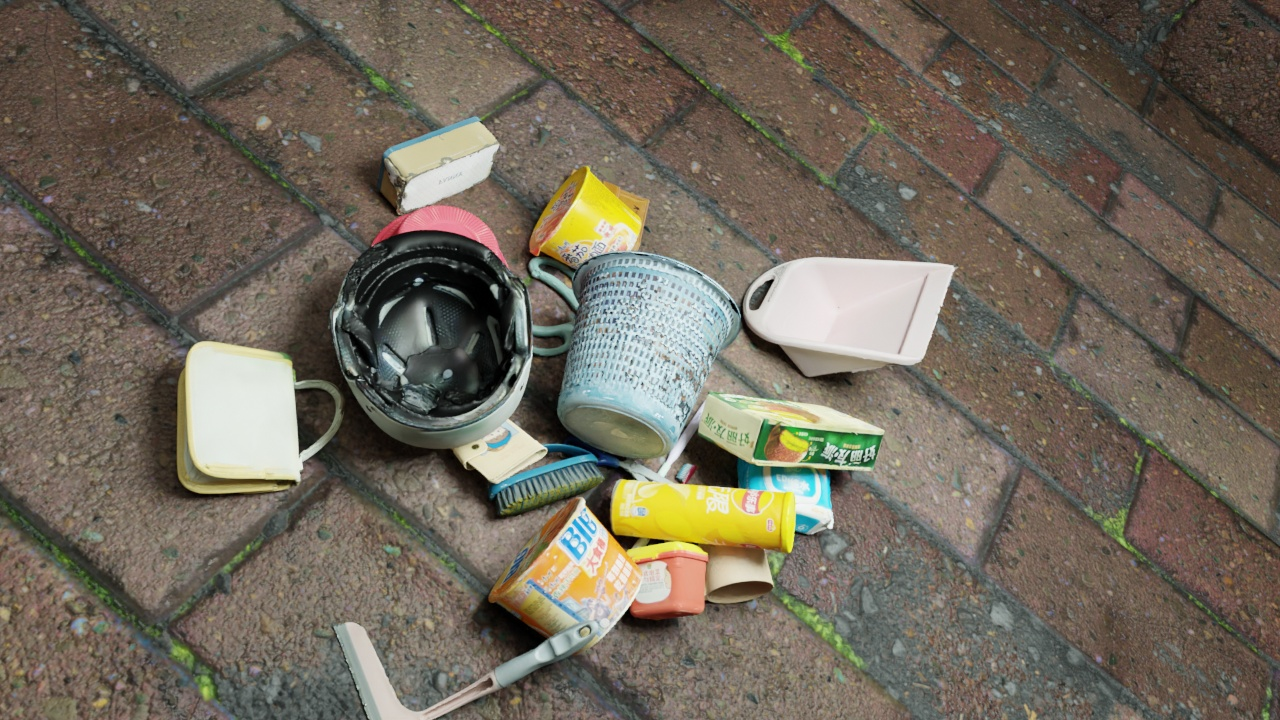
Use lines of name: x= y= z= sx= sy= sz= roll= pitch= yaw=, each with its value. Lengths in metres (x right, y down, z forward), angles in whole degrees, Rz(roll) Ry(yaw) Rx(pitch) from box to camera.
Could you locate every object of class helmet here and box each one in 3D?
helmet: x=-0.238 y=-0.007 z=1.083 sx=0.229 sy=0.157 sz=0.273 roll=-12 pitch=54 yaw=-16

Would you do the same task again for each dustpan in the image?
dustpan: x=0.296 y=-0.087 z=1.359 sx=0.139 sy=0.274 sz=0.221 roll=50 pitch=45 yaw=-21

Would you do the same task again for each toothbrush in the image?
toothbrush: x=0.052 y=0.113 z=1.229 sx=0.029 sy=0.021 sz=0.188 roll=21 pitch=48 yaw=21
toothbrush: x=0.022 y=0.196 z=1.165 sx=0.017 sy=0.016 sz=0.187 roll=19 pitch=49 yaw=24

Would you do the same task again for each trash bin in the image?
trash bin: x=-0.007 y=0.007 z=1.147 sx=0.226 sy=0.227 sz=0.194 roll=24 pitch=62 yaw=-10

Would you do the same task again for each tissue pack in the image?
tissue pack: x=0.194 y=0.172 z=1.229 sx=0.140 sy=0.063 sz=0.089 roll=15 pitch=52 yaw=-15

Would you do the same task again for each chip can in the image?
chip can: x=0.074 y=0.182 z=1.089 sx=0.214 sy=0.072 sz=0.071 roll=3 pitch=51 yaw=17

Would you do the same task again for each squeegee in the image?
squeegee: x=-0.153 y=0.330 z=0.941 sx=0.249 sy=0.040 sz=0.247 roll=-27 pitch=70 yaw=-3

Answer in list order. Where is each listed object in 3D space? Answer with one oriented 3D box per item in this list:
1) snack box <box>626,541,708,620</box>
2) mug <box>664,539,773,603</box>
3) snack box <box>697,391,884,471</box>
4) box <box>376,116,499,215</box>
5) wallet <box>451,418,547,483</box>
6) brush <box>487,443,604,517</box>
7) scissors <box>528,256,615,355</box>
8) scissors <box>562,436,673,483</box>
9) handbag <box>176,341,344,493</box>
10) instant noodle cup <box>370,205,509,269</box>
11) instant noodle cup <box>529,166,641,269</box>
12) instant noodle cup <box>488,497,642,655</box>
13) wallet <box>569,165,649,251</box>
snack box: x=0.028 y=0.259 z=1.074 sx=0.082 sy=0.091 sz=0.080 roll=26 pitch=55 yaw=-49
mug: x=0.094 y=0.241 z=1.138 sx=0.124 sy=0.084 sz=0.103 roll=-9 pitch=59 yaw=0
snack box: x=0.202 y=0.095 z=1.214 sx=0.239 sy=0.063 sz=0.114 roll=8 pitch=11 yaw=-38
box: x=-0.277 y=-0.275 z=1.284 sx=0.059 sy=0.090 sz=0.183 roll=46 pitch=50 yaw=10
wallet: x=-0.180 y=0.101 z=1.098 sx=0.087 sy=0.024 sz=0.115 roll=-28 pitch=45 yaw=-33
brush: x=-0.118 y=0.138 z=1.108 sx=0.143 sy=0.055 sz=0.073 roll=-15 pitch=65 yaw=-28
scissors: x=-0.119 y=-0.064 z=1.265 sx=0.170 sy=0.019 sz=0.179 roll=46 pitch=51 yaw=7
scissors: x=-0.026 y=0.130 z=1.172 sx=0.156 sy=0.012 sz=0.165 roll=-5 pitch=53 yaw=-21
handbag: x=-0.417 y=0.069 z=1.022 sx=0.178 sy=0.063 sz=0.163 roll=8 pitch=55 yaw=-39
instant noodle cup: x=-0.260 y=-0.137 z=1.217 sx=0.193 sy=0.066 sz=0.193 roll=12 pitch=55 yaw=-17
instant noodle cup: x=-0.074 y=-0.185 z=1.293 sx=0.109 sy=0.138 sz=0.137 roll=34 pitch=50 yaw=-22
instant noodle cup: x=-0.076 y=0.242 z=1.012 sx=0.111 sy=0.152 sz=0.151 roll=44 pitch=51 yaw=-5
wallet: x=-0.056 y=-0.230 z=1.396 sx=0.130 sy=0.035 sz=0.118 roll=19 pitch=60 yaw=-13
